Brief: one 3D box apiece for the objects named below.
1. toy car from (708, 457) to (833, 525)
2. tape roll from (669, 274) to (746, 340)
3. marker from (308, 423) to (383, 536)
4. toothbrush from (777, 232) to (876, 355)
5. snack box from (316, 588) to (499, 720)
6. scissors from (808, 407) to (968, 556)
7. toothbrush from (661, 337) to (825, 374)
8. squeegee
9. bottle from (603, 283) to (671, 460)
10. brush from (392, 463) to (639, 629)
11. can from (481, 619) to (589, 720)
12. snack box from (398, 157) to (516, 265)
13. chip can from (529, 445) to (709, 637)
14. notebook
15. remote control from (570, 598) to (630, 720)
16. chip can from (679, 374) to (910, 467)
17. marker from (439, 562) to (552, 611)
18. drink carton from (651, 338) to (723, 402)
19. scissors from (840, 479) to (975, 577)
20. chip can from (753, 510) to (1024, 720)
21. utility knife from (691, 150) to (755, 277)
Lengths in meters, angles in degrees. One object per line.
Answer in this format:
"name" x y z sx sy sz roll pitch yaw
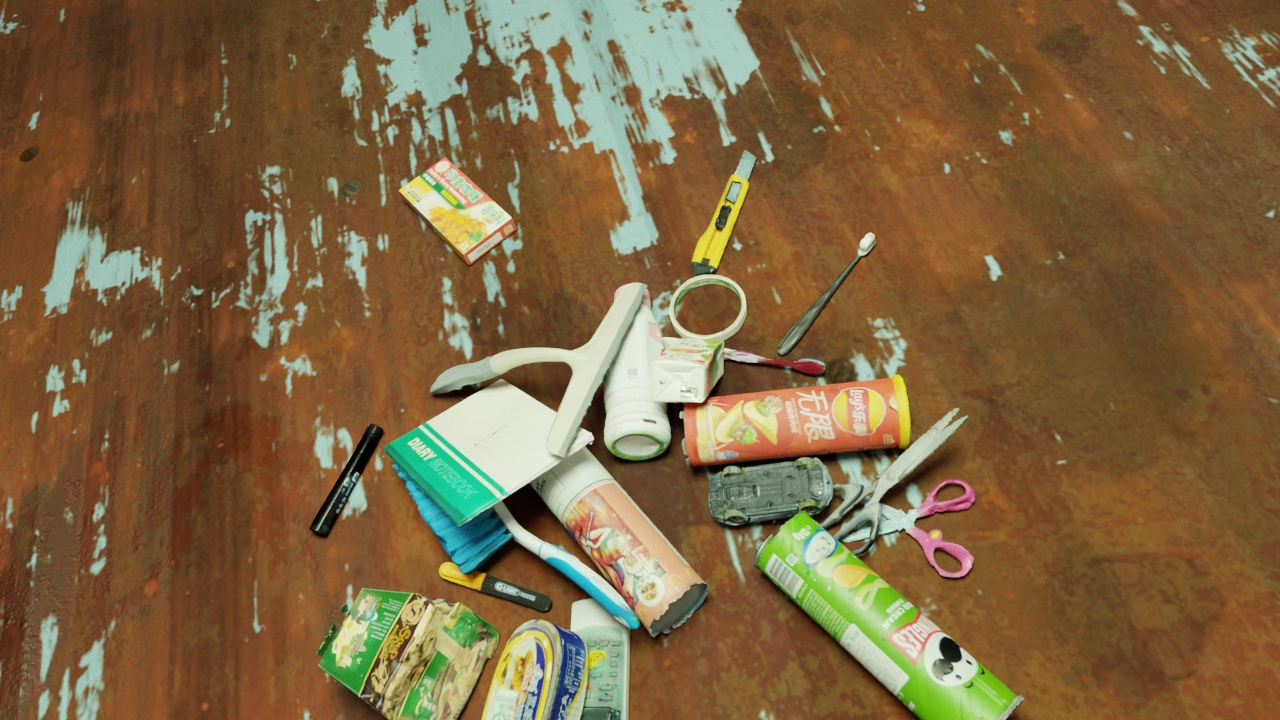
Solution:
"toy car" 0.124 0.127 0.881 0.121 0.037 0.054 -11 55 17
"tape roll" 0.075 -0.057 1.020 0.086 0.014 0.085 -6 58 9
"marker" -0.319 0.128 0.995 0.022 0.020 0.131 5 59 34
"toothbrush" 0.204 -0.073 1.000 0.016 0.018 0.180 33 73 24
"snack box" -0.217 0.271 0.843 0.106 0.117 0.118 9 59 31
"scissors" 0.225 0.104 0.854 0.141 0.014 0.173 9 78 35
"toothbrush" 0.106 -0.007 0.983 0.188 0.016 0.017 10 24 20
"squeegee" -0.139 0.007 0.964 0.247 0.039 0.245 -9 39 33
"bottle" -0.006 0.006 0.971 0.068 0.068 0.196 -8 56 8
"brush" -0.130 0.174 0.889 0.109 0.061 0.314 -33 50 -16
"can" -0.095 0.306 0.807 0.075 0.049 0.148 -1 62 33
"snack box" -0.233 -0.191 1.162 0.077 0.027 0.156 -40 59 -13
"chip can" -0.028 0.161 0.880 0.071 0.071 0.214 -39 60 -11
"notebook" -0.157 0.084 0.914 0.150 0.012 0.209 -32 29 -22
"remote control" -0.038 0.285 0.838 0.056 0.019 0.134 -4 59 10
"chip can" 0.149 0.062 0.899 0.217 0.073 0.073 -8 58 10
"marker" -0.143 0.222 0.902 0.124 0.015 0.018 13 68 18
"drink carton" 0.050 0.010 0.929 0.053 0.122 0.045 2 102 14
"scissors" 0.255 0.145 0.859 0.133 0.017 0.124 29 73 30
"chip can" 0.204 0.230 0.785 0.072 0.072 0.236 -42 59 -13
"utility knife" 0.100 -0.177 1.085 0.033 0.015 0.196 14 64 17
